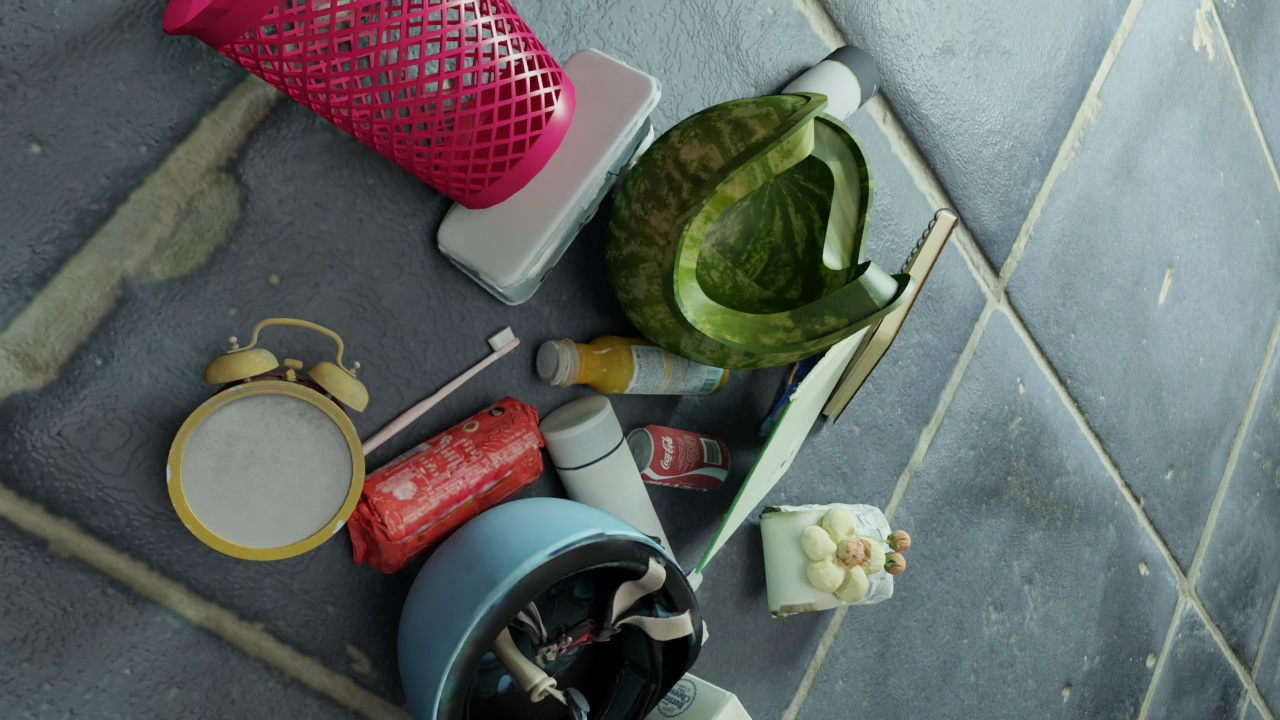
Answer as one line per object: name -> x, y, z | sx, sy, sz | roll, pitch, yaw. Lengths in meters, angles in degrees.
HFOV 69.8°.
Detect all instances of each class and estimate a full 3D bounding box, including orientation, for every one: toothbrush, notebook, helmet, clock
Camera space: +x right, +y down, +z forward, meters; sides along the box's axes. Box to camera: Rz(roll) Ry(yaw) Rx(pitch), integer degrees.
toothbrush -> 0.160, 0.027, 0.972 | 0.021, 0.017, 0.134 | 44, 67, -24
notebook -> 0.132, 0.072, 0.833 | 0.181, 0.010, 0.253 | -39, 158, -42
notebook -> 0.251, -0.041, 0.939 | 0.024, 0.226, 0.167 | 29, 70, 10
helmet -> 0.088, -0.107, 0.770 | 0.243, 0.246, 0.213 | -29, 108, 13
clock -> -0.246, 0.049, 0.621 | 0.117, 0.081, 0.159 | 12, 94, -20
toothbrush -> -0.166, 0.028, 0.725 | 0.180, 0.016, 0.018 | -40, 108, -29
helmet -> -0.083, 0.204, 0.687 | 0.225, 0.167, 0.266 | -44, 143, -18

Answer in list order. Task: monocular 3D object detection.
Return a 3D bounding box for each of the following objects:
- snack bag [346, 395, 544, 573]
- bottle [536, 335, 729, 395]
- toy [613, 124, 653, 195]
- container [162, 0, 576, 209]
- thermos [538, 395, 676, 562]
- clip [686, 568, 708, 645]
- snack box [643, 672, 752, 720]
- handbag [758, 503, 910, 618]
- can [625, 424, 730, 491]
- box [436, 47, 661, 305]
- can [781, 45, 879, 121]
snack bag -> -0.143, 0.092, 0.704 | 0.176, 0.082, 0.082 | -31, 110, -31
bottle -> -0.005, 0.005, 0.822 | 0.185, 0.053, 0.053 | 2, 91, -37
toy -> -0.022, -0.201, 0.808 | 0.075, 0.037, 0.125 | -26, 107, -36
container -> -0.164, -0.218, 0.626 | 0.225, 0.183, 0.183 | 38, 70, -40
thermos -> -0.018, 0.144, 0.812 | 0.067, 0.068, 0.230 | -34, 113, -31
clip -> 0.038, 0.254, 0.885 | 0.101, 0.038, 0.054 | -40, 103, -28
snack box -> 0.084, 0.389, 0.879 | 0.057, 0.104, 0.208 | -45, 117, -27
handbag -> 0.212, 0.202, 0.955 | 0.171, 0.124, 0.112 | 6, 74, -38
can -> 0.034, 0.091, 0.856 | 0.096, 0.054, 0.054 | 14, 84, -37
box -> -0.067, -0.148, 0.712 | 0.107, 0.110, 0.216 | 36, 80, -18
can -> 0.190, -0.271, 0.948 | 0.127, 0.064, 0.064 | -41, 116, -28
